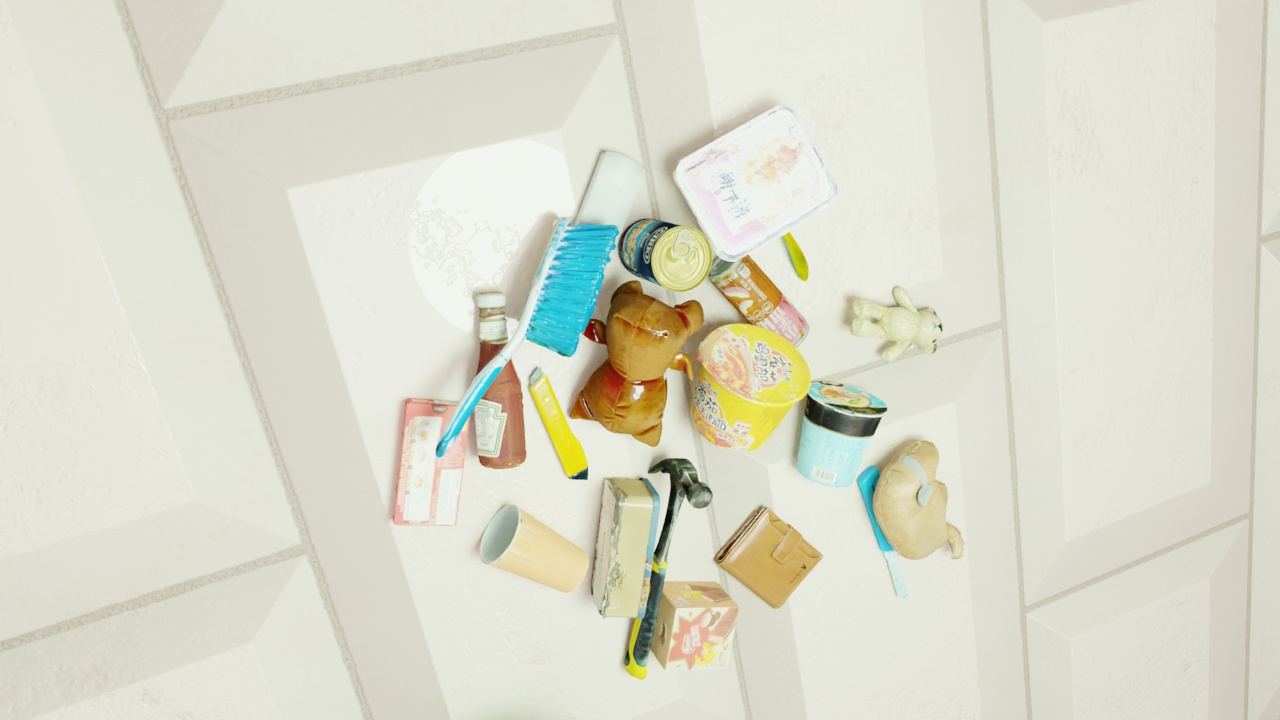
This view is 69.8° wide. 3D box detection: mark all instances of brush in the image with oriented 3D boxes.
[{"bbox_3d":[-0.124,-0.022,1.034,0.109,0.060,0.314,20,80,1],"label":"brush"}]

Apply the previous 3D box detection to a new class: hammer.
[{"bbox_3d":[0.023,0.273,1.198,0.031,0.126,0.324,3,113,-23],"label":"hammer"}]

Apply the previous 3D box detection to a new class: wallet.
[{"bbox_3d":[0.182,0.277,1.289,0.132,0.031,0.108,42,89,-25],"label":"wallet"}]

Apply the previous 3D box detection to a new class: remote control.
[{"bbox_3d":[-0.042,-0.179,1.090,0.056,0.019,0.135,18,98,-23],"label":"remote control"}]

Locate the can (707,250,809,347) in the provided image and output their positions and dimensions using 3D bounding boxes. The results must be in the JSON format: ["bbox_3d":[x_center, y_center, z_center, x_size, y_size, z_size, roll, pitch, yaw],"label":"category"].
[{"bbox_3d":[0.151,-0.076,1.167,0.058,0.058,0.147,-47,114,-3],"label":"can"}]

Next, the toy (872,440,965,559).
[{"bbox_3d":[0.404,0.224,1.323,0.143,0.082,0.226,-41,124,-19],"label":"toy"}]

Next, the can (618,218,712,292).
[{"bbox_3d":[0.027,-0.126,1.080,0.075,0.111,0.075,-5,105,-21],"label":"can"}]

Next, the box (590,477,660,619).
[{"bbox_3d":[-0.020,0.233,1.171,0.061,0.090,0.184,6,103,-15],"label":"box"}]

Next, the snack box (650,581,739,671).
[{"bbox_3d":[0.070,0.359,1.243,0.094,0.077,0.093,5,102,-21],"label":"snack box"}]

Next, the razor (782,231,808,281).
[{"bbox_3d":[0.187,-0.154,1.178,0.043,0.028,0.132,-38,115,-11],"label":"razor"}]

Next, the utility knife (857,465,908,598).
[{"bbox_3d":[0.363,0.261,1.357,0.034,0.018,0.236,-27,113,-14],"label":"utility knife"}]

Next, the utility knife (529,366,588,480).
[{"bbox_3d":[-0.101,0.081,1.141,0.033,0.015,0.164,-27,111,-17],"label":"utility knife"}]

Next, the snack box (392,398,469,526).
[{"bbox_3d":[-0.249,0.122,1.092,0.075,0.025,0.153,5,102,-20],"label":"snack box"}]

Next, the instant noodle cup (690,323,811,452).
[{"bbox_3d":[0.128,0.039,1.141,0.138,0.138,0.110,0,136,-20],"label":"instant noodle cup"}]

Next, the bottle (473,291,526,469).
[{"bbox_3d":[-0.169,0.023,1.079,0.059,0.060,0.206,-6,100,-19],"label":"bottle"}]

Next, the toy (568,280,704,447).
[{"bbox_3d":[-0.007,0.006,1.100,0.140,0.130,0.200,21,114,13],"label":"toy"}]

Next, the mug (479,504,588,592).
[{"bbox_3d":[-0.129,0.241,1.144,0.122,0.078,0.078,35,90,-29],"label":"mug"}]

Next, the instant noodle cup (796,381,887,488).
[{"bbox_3d":[0.263,0.103,1.237,0.111,0.111,0.121,4,111,-21],"label":"instant noodle cup"}]

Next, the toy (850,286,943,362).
[{"bbox_3d":[0.345,-0.050,1.240,0.157,0.066,0.105,8,84,-29],"label":"toy"}]

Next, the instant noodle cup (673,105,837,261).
[{"bbox_3d":[0.135,-0.210,1.111,0.173,0.060,0.138,-31,94,-8],"label":"instant noodle cup"}]
